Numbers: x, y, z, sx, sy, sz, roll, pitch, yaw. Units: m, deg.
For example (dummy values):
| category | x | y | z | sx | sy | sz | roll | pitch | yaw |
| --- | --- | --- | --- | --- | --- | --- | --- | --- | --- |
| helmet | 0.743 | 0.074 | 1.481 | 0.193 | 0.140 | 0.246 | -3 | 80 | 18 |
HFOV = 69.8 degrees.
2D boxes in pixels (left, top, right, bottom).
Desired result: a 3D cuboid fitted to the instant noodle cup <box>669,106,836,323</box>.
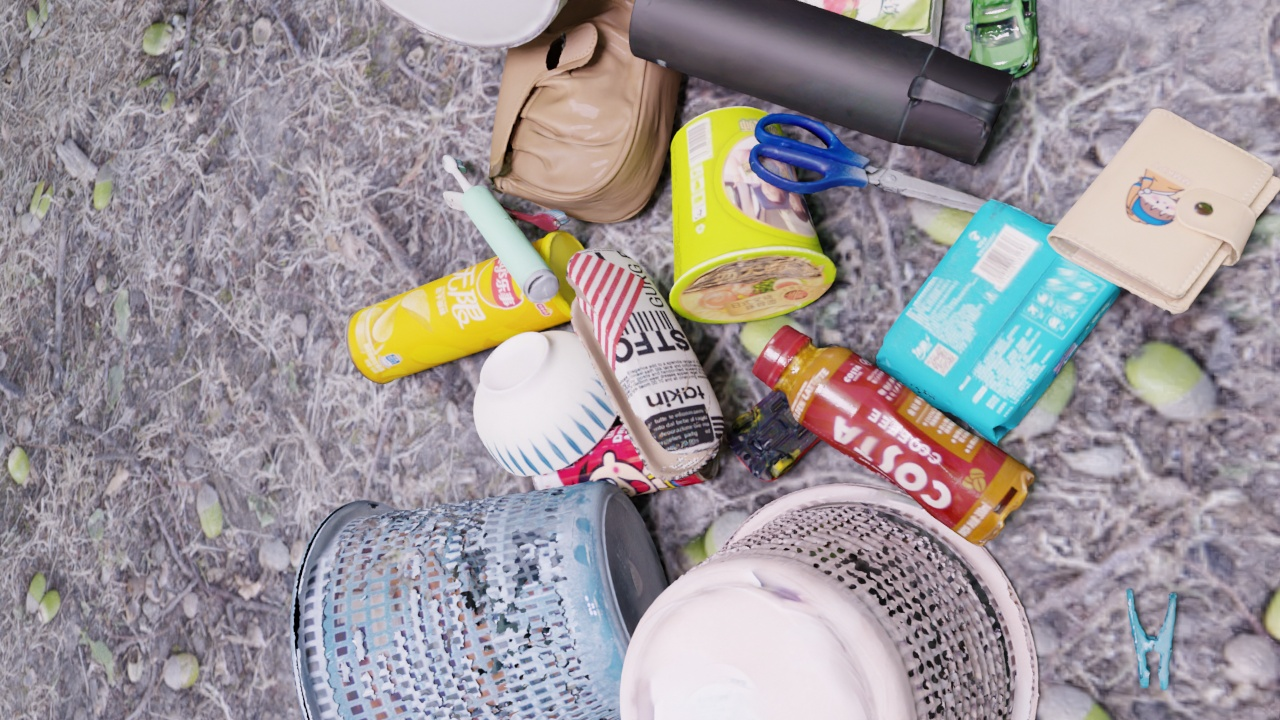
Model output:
| category | x | y | z | sx | sy | sz | roll | pitch | yaw |
| --- | --- | --- | --- | --- | --- | --- | --- | --- | --- |
| instant noodle cup | 0.068 | -0.103 | 0.633 | 0.112 | 0.111 | 0.123 | -17 | 67 | 26 |

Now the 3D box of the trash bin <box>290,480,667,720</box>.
| category | x | y | z | sx | sy | sz | roll | pitch | yaw |
| --- | --- | --- | --- | --- | --- | --- | --- | --- | --- |
| trash bin | -0.087 | 0.180 | 0.629 | 0.195 | 0.226 | 0.226 | -19 | 74 | 12 |

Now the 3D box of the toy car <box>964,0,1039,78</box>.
| category | x | y | z | sx | sy | sz | roll | pitch | yaw |
| --- | --- | --- | --- | --- | --- | --- | --- | --- | --- |
| toy car | 0.234 | -0.227 | 0.595 | 0.043 | 0.036 | 0.091 | -4 | 85 | 27 |

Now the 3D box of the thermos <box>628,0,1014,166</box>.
| category | x | y | z | sx | sy | sz | roll | pitch | yaw |
| --- | --- | --- | --- | --- | --- | --- | --- | --- | --- |
| thermos | 0.112 | -0.197 | 0.592 | 0.242 | 0.089 | 0.068 | 23 | 101 | 14 |

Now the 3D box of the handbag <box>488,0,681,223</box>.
| category | x | y | z | sx | sy | sz | roll | pitch | yaw |
| --- | --- | --- | --- | --- | --- | --- | --- | --- | --- |
| handbag | -0.047 | -0.213 | 0.708 | 0.148 | 0.099 | 0.204 | 1 | 77 | 29 |

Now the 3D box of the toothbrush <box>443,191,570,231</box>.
| category | x | y | z | sx | sy | sz | roll | pitch | yaw |
| --- | --- | --- | --- | --- | --- | --- | --- | --- | --- |
| toothbrush | -0.115 | -0.126 | 0.753 | 0.188 | 0.017 | 0.016 | 21 | 135 | 49 |

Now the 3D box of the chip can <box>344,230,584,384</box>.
| category | x | y | z | sx | sy | sz | roll | pitch | yaw |
| --- | --- | --- | --- | --- | --- | --- | --- | --- | --- |
| chip can | -0.141 | -0.041 | 0.752 | 0.214 | 0.072 | 0.072 | -16 | 76 | 26 |

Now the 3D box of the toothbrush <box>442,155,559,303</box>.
| category | x | y | z | sx | sy | sz | roll | pitch | yaw |
| --- | --- | --- | --- | --- | --- | --- | --- | --- | --- |
| toothbrush | -0.117 | -0.111 | 0.713 | 0.224 | 0.027 | 0.026 | 51 | 124 | 44 |

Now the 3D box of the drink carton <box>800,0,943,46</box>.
| category | x | y | z | sx | sy | sz | roll | pitch | yaw |
| --- | --- | --- | --- | --- | --- | --- | --- | --- | --- |
| drink carton | 0.146 | -0.243 | 0.638 | 0.123 | 0.045 | 0.053 | 6 | 90 | 30 |

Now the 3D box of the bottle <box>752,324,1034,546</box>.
| category | x | y | z | sx | sy | sz | roll | pitch | yaw |
| --- | --- | --- | --- | --- | --- | --- | --- | --- | --- |
| bottle | 0.151 | 0.041 | 0.569 | 0.175 | 0.057 | 0.057 | 35 | 100 | 15 |

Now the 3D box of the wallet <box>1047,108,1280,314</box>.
| category | x | y | z | sx | sy | sz | roll | pitch | yaw |
| --- | --- | --- | --- | --- | --- | --- | --- | --- | --- |
| wallet | 0.301 | -0.086 | 0.520 | 0.087 | 0.024 | 0.115 | 38 | 72 | 20 |

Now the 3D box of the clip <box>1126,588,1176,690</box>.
| category | x | y | z | sx | sy | sz | roll | pitch | yaw |
| --- | --- | --- | --- | --- | --- | --- | --- | --- | --- |
| clip | 0.291 | 0.159 | 0.522 | 0.039 | 0.014 | 0.056 | 0 | 81 | 29 |

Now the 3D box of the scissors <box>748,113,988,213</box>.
| category | x | y | z | sx | sy | sz | roll | pitch | yaw |
| --- | --- | --- | --- | --- | --- | --- | --- | --- | --- |
| scissors | 0.156 | -0.128 | 0.599 | 0.174 | 0.012 | 0.107 | -4 | 58 | -13 |

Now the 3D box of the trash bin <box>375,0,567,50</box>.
| category | x | y | z | sx | sy | sz | roll | pitch | yaw |
| --- | --- | --- | --- | --- | --- | --- | --- | --- | --- |
| trash bin | -0.090 | -0.371 | 0.632 | 0.230 | 0.229 | 0.251 | 7 | 61 | 29 |

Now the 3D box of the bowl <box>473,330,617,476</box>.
| category | x | y | z | sx | sy | sz | roll | pitch | yaw |
| --- | --- | --- | --- | --- | --- | --- | --- | --- | --- |
| bowl | -0.077 | 0.021 | 0.683 | 0.117 | 0.066 | 0.116 | -21 | 40 | 19 |

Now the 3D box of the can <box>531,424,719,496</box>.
| category | x | y | z | sx | sy | sz | roll | pitch | yaw |
| --- | --- | --- | --- | --- | --- | --- | --- | --- | --- |
| can | -0.013 | 0.074 | 0.676 | 0.133 | 0.053 | 0.053 | -15 | 76 | 26 |

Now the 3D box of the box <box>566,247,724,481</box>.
| category | x | y | z | sx | sy | sz | roll | pitch | yaw |
| --- | --- | --- | --- | --- | --- | --- | --- | --- | --- |
| box | -0.003 | 0.005 | 0.623 | 0.162 | 0.076 | 0.088 | 59 | 142 | 23 |

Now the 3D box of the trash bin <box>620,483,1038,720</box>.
| category | x | y | z | sx | sy | sz | roll | pitch | yaw |
| --- | --- | --- | --- | --- | --- | --- | --- | --- | --- |
| trash bin | 0.096 | 0.184 | 0.525 | 0.228 | 0.192 | 0.227 | -4 | 81 | 28 |

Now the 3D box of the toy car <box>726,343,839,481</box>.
| category | x | y | z | sx | sy | sz | roll | pitch | yaw |
| --- | --- | --- | --- | --- | --- | --- | --- | --- | --- |
| toy car | 0.110 | 0.035 | 0.627 | 0.106 | 0.031 | 0.049 | -44 | 70 | 3 |

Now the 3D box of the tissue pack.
| category | x | y | z | sx | sy | sz | roll | pitch | yaw |
| --- | --- | --- | --- | --- | --- | --- | --- | --- | --- |
| tissue pack | 0.218 | -0.023 | 0.565 | 0.093 | 0.050 | 0.133 | 40 | 103 | 25 |
